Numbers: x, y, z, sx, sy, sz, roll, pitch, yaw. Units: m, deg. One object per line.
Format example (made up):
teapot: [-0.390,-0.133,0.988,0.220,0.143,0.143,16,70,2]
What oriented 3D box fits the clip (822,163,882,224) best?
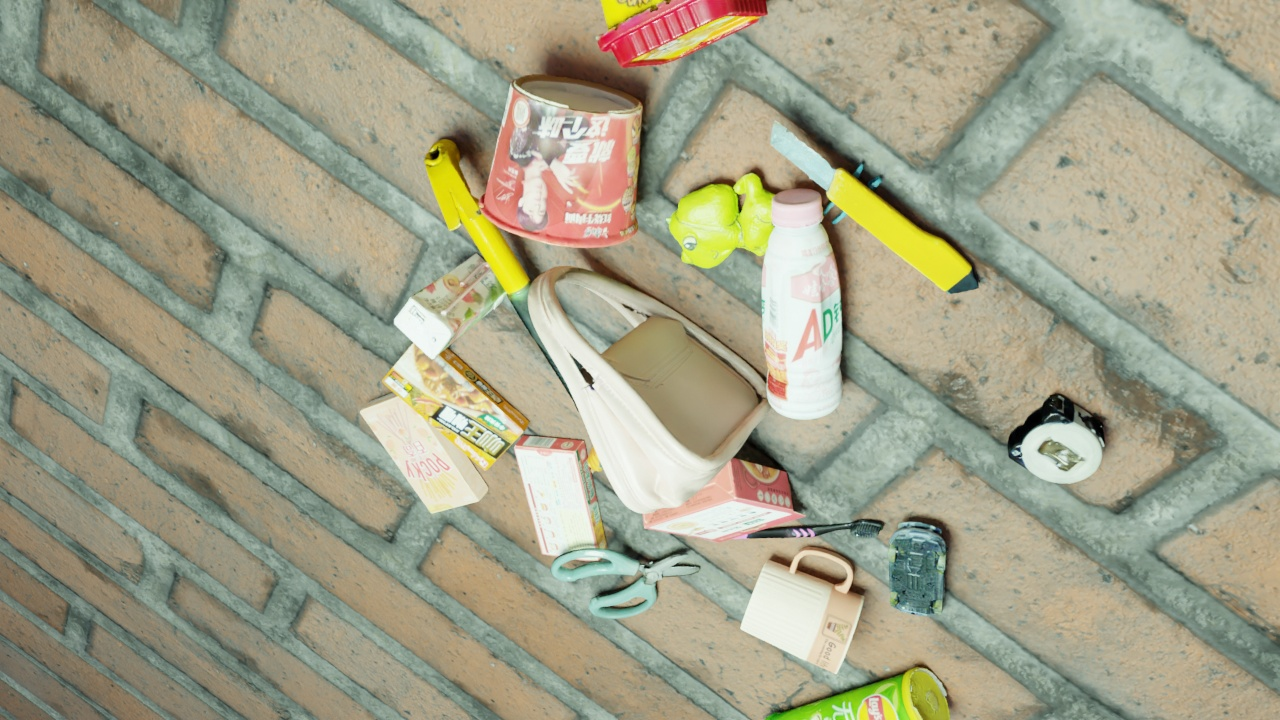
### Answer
clip: [0.171,-0.134,0.747,0.047,0.014,0.057,39,128,-4]

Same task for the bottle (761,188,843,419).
bottle: [0.137,-0.047,0.780,0.068,0.068,0.197,5,122,22]

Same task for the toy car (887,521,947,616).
toy car: [0.271,0.206,0.897,0.054,0.036,0.121,5,131,21]

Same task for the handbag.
handbag: [-0.005,0.005,0.814,0.234,0.192,0.094,49,120,1]

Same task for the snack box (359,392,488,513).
snack box: [-0.254,0.106,1.082,0.085,0.026,0.157,-19,110,32]

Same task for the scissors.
scissors: [-0.009,0.259,1.059,0.177,0.019,0.171,-4,132,9]

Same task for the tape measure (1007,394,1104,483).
tape measure: [0.355,0.070,0.775,0.066,0.033,0.066,31,129,4]

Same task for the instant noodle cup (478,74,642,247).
instant noodle cup: [-0.061,-0.169,0.762,0.138,0.137,0.109,19,119,13]

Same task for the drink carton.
drink carton: [-0.178,-0.057,0.887,0.053,0.122,0.046,43,125,-3]

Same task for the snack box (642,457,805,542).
snack box: [0.083,0.141,0.914,0.113,0.044,0.127,-25,150,33]

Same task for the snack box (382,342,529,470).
snack box: [-0.203,0.045,1.011,0.153,0.026,0.075,42,114,-6]

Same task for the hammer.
hammer: [-0.116,-0.069,0.878,0.033,0.128,0.301,-28,118,3]

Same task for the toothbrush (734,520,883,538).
toothbrush: [0.156,0.179,0.945,0.190,0.017,0.014,-10,116,31]

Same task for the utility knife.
utility knife: [0.186,-0.121,0.731,0.216,0.015,0.033,36,128,-11]

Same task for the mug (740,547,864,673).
mug: [0.172,0.249,0.948,0.106,0.081,0.114,21,99,14]

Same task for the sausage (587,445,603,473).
sausage: [-0.026,0.060,0.952,0.021,0.021,0.166,28,128,7]

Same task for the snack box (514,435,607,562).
snack box: [-0.089,0.158,1.037,0.077,0.026,0.156,3,121,22]

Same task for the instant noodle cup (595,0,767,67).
instant noodle cup: [0.019,-0.292,0.666,0.116,0.115,0.123,-15,101,32]

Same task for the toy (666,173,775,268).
toy: [0.073,-0.120,0.790,0.100,0.031,0.097,16,125,10]

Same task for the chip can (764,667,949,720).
chip can: [0.230,0.404,1.015,0.072,0.072,0.222,48,127,-9]
